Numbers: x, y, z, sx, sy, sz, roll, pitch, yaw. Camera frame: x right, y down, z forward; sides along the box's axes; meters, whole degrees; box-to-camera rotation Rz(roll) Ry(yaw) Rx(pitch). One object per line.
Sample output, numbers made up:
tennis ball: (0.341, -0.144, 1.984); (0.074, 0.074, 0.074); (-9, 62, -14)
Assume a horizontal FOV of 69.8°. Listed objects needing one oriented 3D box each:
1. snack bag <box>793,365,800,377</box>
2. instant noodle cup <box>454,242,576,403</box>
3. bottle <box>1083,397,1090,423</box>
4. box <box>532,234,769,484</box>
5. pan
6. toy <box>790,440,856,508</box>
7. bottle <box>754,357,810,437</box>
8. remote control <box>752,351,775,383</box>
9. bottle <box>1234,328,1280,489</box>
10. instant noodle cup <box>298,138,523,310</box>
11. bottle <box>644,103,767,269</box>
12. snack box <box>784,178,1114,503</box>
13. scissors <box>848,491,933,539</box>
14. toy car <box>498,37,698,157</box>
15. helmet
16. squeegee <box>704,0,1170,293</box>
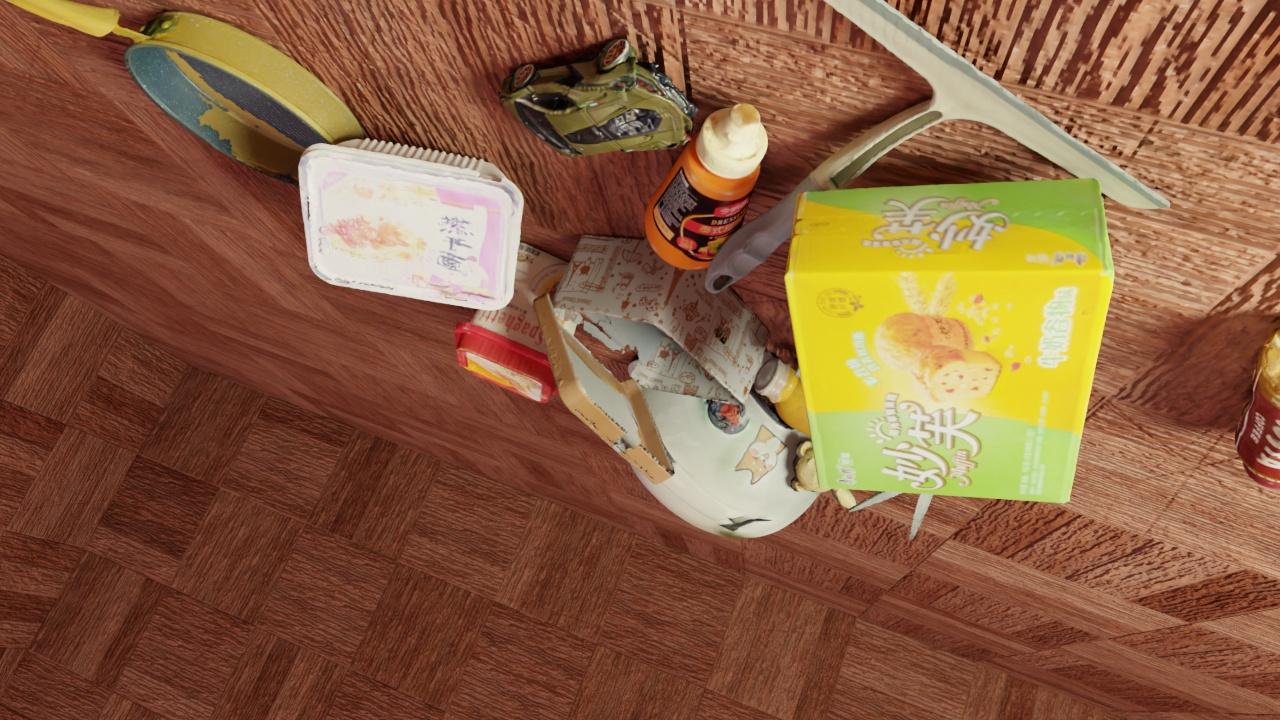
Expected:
snack bag: (0.227, 0.034, 0.790); (0.191, 0.039, 0.110); (25, -174, 8)
instant noodle cup: (-0.111, -0.038, 0.906); (0.116, 0.124, 0.117); (24, 163, -3)
bottle: (0.249, 0.005, 0.718); (0.195, 0.044, 0.080); (26, 159, -8)
box: (-0.006, 0.007, 0.822); (0.152, 0.174, 0.182); (8, 159, 38)
pan: (-0.376, -0.233, 0.716); (0.198, 0.078, 0.357); (9, 159, 36)
toy: (0.242, 0.118, 0.989); (0.157, 0.105, 0.066); (1, -157, -1)
bottle: (0.196, 0.055, 0.901); (0.189, 0.068, 0.068); (28, 163, -20)
remote control: (0.089, 0.003, 0.954); (0.125, 0.024, 0.049); (9, 159, 40)
bottle: (0.413, 0.036, 0.579); (0.057, 0.057, 0.175); (12, 161, 31)
instant noodle cup: (-0.184, -0.120, 0.760); (0.173, 0.060, 0.138); (8, 135, -6)
bottle: (0.046, -0.114, 0.588); (0.067, 0.066, 0.150); (23, 157, -3)
snack box: (0.177, -0.002, 0.539); (0.158, 0.069, 0.210); (1, 140, 19)
scissors: (0.282, 0.108, 0.890); (0.179, 0.014, 0.159); (-24, 119, 14)
toy car: (-0.031, -0.157, 0.579); (0.158, 0.042, 0.070); (8, 158, 47)
helmet: (0.087, 0.120, 1.091); (0.274, 0.156, 0.230); (25, 163, -8)
squeegee: (0.113, -0.101, 0.533); (0.246, 0.039, 0.247); (24, 150, -22)
